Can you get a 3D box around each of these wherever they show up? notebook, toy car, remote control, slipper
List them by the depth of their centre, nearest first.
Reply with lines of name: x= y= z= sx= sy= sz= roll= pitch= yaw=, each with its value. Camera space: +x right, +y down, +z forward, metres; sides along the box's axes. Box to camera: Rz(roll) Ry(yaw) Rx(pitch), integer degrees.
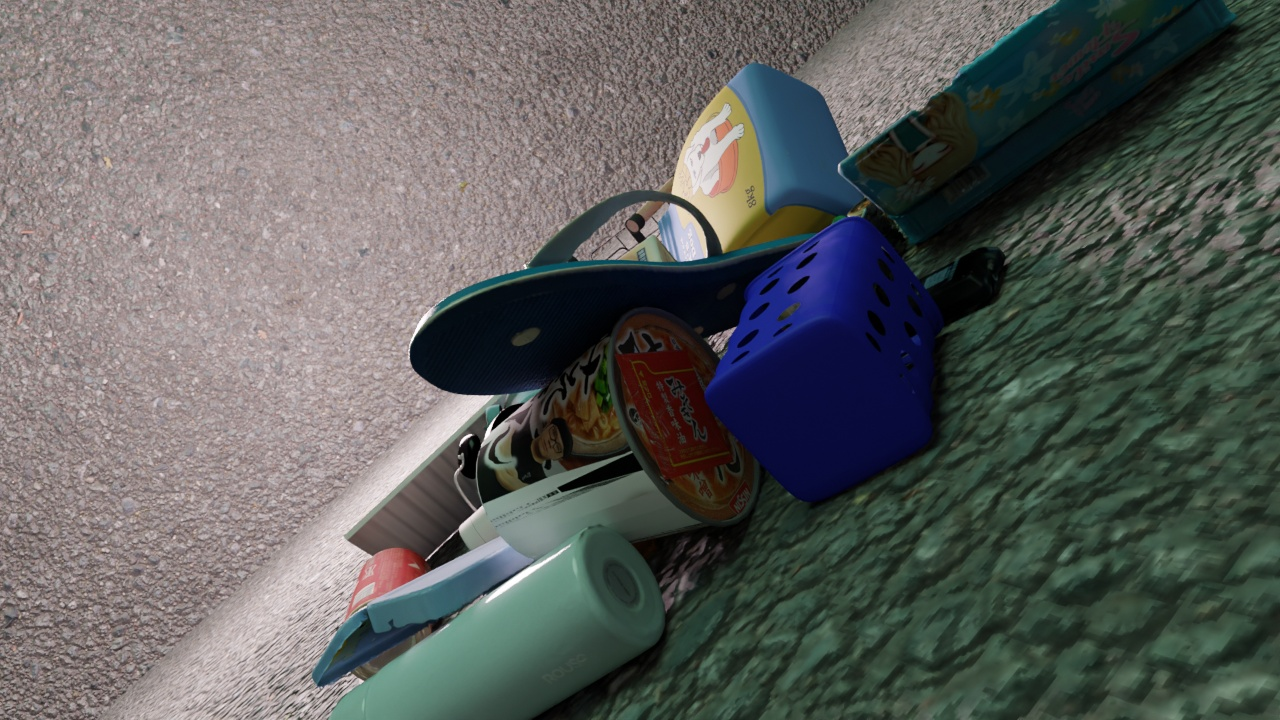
slipper: x=-0.006 y=-0.043 z=0.535 sx=0.294 sy=0.060 sz=0.118 roll=-14 pitch=-27 yaw=-36
remote control: x=0.142 y=-0.024 z=0.543 sx=0.151 sy=0.022 sz=0.047 roll=-31 pitch=14 yaw=43
toy car: x=0.150 y=-0.072 z=0.640 sx=0.047 sy=0.047 sz=0.111 roll=-31 pitch=15 yaw=37
notebook: x=-0.190 y=0.128 z=0.943 sx=0.209 sy=0.009 sz=0.143 roll=-44 pitch=-26 yaw=-12

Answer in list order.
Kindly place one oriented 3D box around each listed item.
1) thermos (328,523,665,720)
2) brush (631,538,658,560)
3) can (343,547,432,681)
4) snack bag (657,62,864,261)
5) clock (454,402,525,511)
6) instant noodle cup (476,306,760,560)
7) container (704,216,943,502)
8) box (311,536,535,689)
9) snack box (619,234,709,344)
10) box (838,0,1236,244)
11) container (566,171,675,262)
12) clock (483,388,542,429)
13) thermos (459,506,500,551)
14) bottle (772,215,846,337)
thermos: x=-0.083 y=0.165 z=0.479 sx=0.207 sy=0.065 sz=0.077 roll=-37 pitch=28 yaw=22
brush: x=-0.044 y=0.142 z=0.557 sx=0.126 sy=0.017 sz=0.048 roll=-41 pitch=10 yaw=3
can: x=-0.204 y=0.203 z=0.752 sx=0.067 sy=0.067 sz=0.170 roll=-43 pitch=11 yaw=-6
snack bag: x=0.085 y=-0.131 z=0.816 sx=0.206 sy=0.102 sz=0.158 roll=-44 pitch=45 yaw=41
clock: x=-0.106 y=0.090 z=0.788 sx=0.120 sy=0.091 sz=0.043 roll=-35 pitch=-7 yaw=-44
instant noodle cup: x=-0.019 y=0.052 z=0.511 sx=0.122 sy=0.123 sz=0.123 roll=-29 pitch=16 yaw=31
container: x=0.095 y=-0.002 z=0.458 sx=0.085 sy=0.085 sz=0.113 roll=-36 pitch=13 yaw=33
box: x=-0.105 y=0.135 z=0.584 sx=0.128 sy=0.034 sz=0.208 roll=-36 pitch=-10 yaw=27
snack box: x=-0.004 y=0.004 z=0.663 sx=0.104 sy=0.057 sz=0.207 roll=-33 pitch=33 yaw=16
box: x=0.252 y=-0.164 z=0.586 sx=0.228 sy=0.071 sz=0.181 roll=-37 pitch=-10 yaw=25
container: x=-0.010 y=-0.089 z=1.055 sx=0.242 sy=0.130 sz=0.162 roll=-30 pitch=16 yaw=49
clock: x=-0.099 y=0.064 z=0.884 sx=0.124 sy=0.090 sz=0.053 roll=-40 pitch=21 yaw=9
thermos: x=-0.043 y=0.076 z=0.725 sx=0.224 sy=0.052 sz=0.052 roll=-42 pitch=10 yaw=-2
bottle: x=0.125 y=-0.061 z=0.702 sx=0.111 sy=0.043 sz=0.043 roll=-41 pitch=11 yaw=6
